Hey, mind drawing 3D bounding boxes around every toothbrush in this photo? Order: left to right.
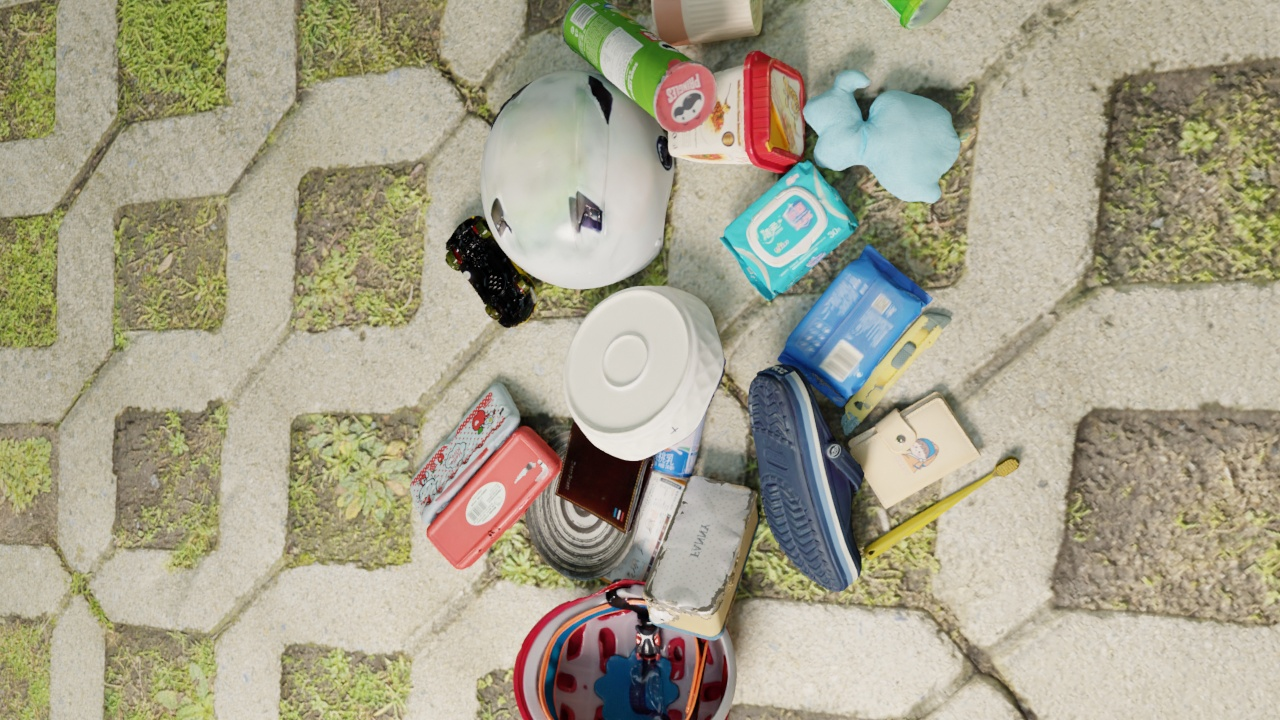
[{"bbox_3d":[0.317,0.158,0.972,0.190,0.016,0.015,-38,79,18],"label":"toothbrush"}]

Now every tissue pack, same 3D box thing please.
[{"bbox_3d":[0.160,-0.140,0.996,0.134,0.050,0.093,-42,80,18],"label":"tissue pack"},{"bbox_3d":[0.226,-0.036,0.976,0.095,0.052,0.157,40,106,12],"label":"tissue pack"}]

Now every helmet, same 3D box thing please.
[{"bbox_3d":[-0.088,-0.211,1.034,0.229,0.145,0.258,1,93,20],"label":"helmet"},{"bbox_3d":[-0.008,0.362,1.026,0.240,0.144,0.206,-3,60,11],"label":"helmet"}]

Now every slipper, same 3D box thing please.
[{"bbox_3d":[0.184,0.120,0.985,0.095,0.105,0.253,-21,102,-20],"label":"slipper"}]

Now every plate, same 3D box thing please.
[{"bbox_3d":[-0.067,0.172,1.099,0.180,0.024,0.179,-6,81,35],"label":"plate"},{"bbox_3d":[-0.006,0.006,1.027,0.205,0.045,0.204,-14,65,33],"label":"plate"}]

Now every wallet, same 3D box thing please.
[{"bbox_3d":[-0.044,0.133,1.060,0.122,0.020,0.096,22,97,38],"label":"wallet"},{"bbox_3d":[0.287,0.093,0.977,0.115,0.024,0.087,-35,80,20],"label":"wallet"}]

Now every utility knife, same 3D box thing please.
[{"bbox_3d":[0.269,0.013,0.986,0.031,0.018,0.167,42,111,19],"label":"utility knife"}]

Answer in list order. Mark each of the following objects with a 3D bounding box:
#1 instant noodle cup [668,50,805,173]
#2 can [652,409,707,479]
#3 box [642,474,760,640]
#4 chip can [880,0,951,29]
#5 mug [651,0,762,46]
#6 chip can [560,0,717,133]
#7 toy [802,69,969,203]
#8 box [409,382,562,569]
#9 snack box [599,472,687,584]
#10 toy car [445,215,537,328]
[{"bbox_3d":[0.101,-0.259,0.985,0.124,0.116,0.116,1,93,33],"label":"instant noodle cup"},{"bbox_3d":[0.047,0.064,1.049,0.053,0.053,0.134,15,98,19],"label":"can"},{"bbox_3d":[0.071,0.205,0.996,0.090,0.183,0.062,12,138,21],"label":"box"},{"bbox_3d":[0.231,-0.436,0.940,0.073,0.072,0.221,-43,79,17],"label":"chip can"},{"bbox_3d":[0.076,-0.402,1.003,0.106,0.082,0.114,0,64,19],"label":"mug"},{"bbox_3d":[-0.007,-0.322,0.978,0.072,0.072,0.236,-54,44,15],"label":"chip can"},{"bbox_3d":[0.257,-0.233,0.954,0.156,0.049,0.161,-14,85,19],"label":"toy"},{"bbox_3d":[-0.203,0.144,1.142,0.201,0.058,0.161,-47,66,16],"label":"box"},{"bbox_3d":[0.003,0.201,1.088,0.075,0.026,0.154,23,100,18],"label":"snack box"},{"bbox_3d":[-0.182,-0.108,1.130,0.071,0.041,0.156,-41,78,18],"label":"toy car"}]
